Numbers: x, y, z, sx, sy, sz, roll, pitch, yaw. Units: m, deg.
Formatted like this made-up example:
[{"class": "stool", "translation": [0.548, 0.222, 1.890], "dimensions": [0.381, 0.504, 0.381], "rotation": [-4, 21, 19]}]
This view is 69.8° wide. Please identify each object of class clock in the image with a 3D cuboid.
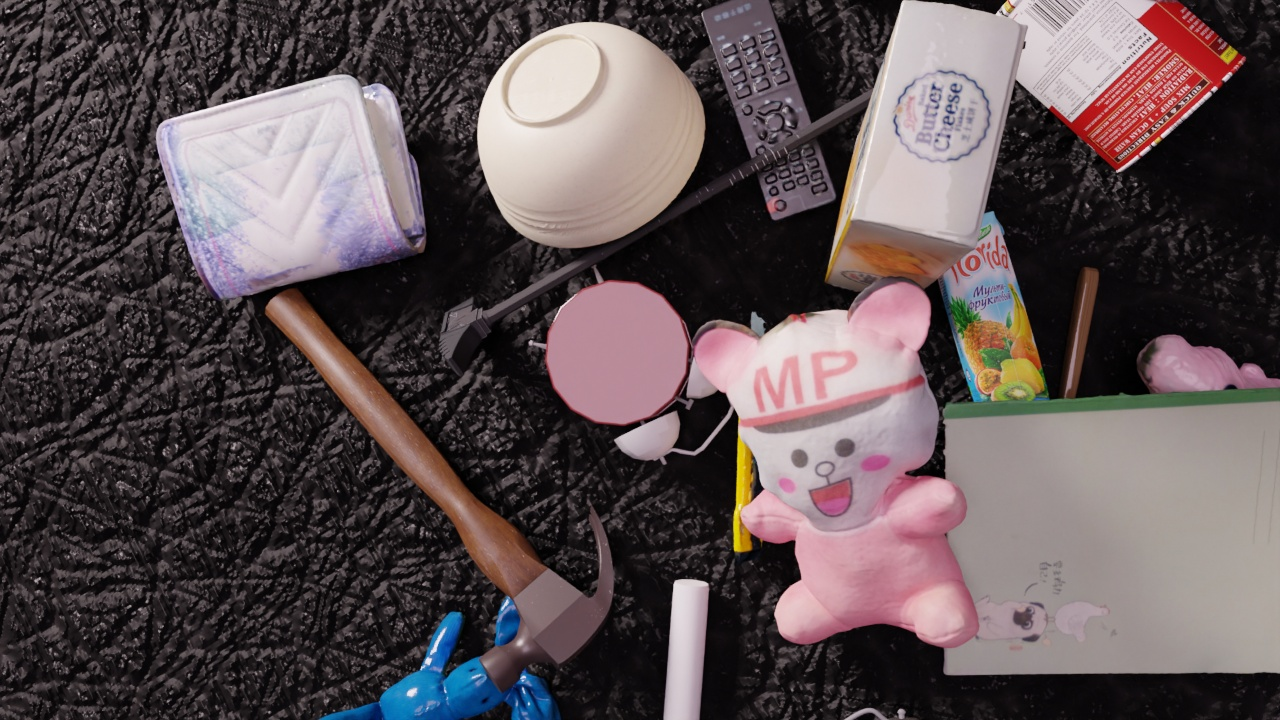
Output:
[{"class": "clock", "translation": [0.160, 0.267, 0.559], "dimensions": [0.091, 0.043, 0.123], "rotation": [-37, 82, 6]}, {"class": "clock", "translation": [-0.004, 0.004, 0.597], "dimensions": [0.137, 0.048, 0.096], "rotation": [39, 93, 7]}]

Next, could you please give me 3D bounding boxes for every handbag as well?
[{"class": "handbag", "translation": [-0.238, -0.118, 0.639], "dimensions": [0.159, 0.069, 0.126], "rotation": [-11, 99, 9]}]

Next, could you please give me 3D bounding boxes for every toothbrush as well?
[{"class": "toothbrush", "translation": [0.263, 0.024, 0.570], "dimensions": [0.016, 0.016, 0.167], "rotation": [11, 89, 9]}]

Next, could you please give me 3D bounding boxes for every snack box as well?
[{"class": "snack box", "translation": [0.144, -0.098, 0.498], "dimensions": [0.057, 0.208, 0.104], "rotation": [13, 89, 9]}]

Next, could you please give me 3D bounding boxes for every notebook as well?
[{"class": "notebook", "translation": [0.306, 0.103, 0.531], "dimensions": [0.253, 0.010, 0.182], "rotation": [-3, 106, 10]}]

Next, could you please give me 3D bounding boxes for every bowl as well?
[{"class": "bowl", "translation": [-0.041, -0.154, 0.574], "dimensions": [0.151, 0.075, 0.150], "rotation": [-8, 64, 17]}]

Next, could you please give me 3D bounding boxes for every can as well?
[{"class": "can", "translation": [0.275, -0.183, 0.543], "dimensions": [0.087, 0.086, 0.116], "rotation": [-44, 82, 4]}]

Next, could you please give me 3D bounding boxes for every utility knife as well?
[{"class": "utility knife", "translation": [0.071, 0.050, 0.589], "dimensions": [0.017, 0.030, 0.163], "rotation": [-1, 90, 36]}]

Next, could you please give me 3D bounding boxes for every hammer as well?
[{"class": "hammer", "translation": [0.013, -0.087, 0.581], "dimensions": [0.325, 0.095, 0.015], "rotation": [-29, 114, 6]}, {"class": "hammer", "translation": [-0.143, 0.067, 0.612], "dimensions": [0.115, 0.033, 0.323], "rotation": [-39, 74, -21]}]

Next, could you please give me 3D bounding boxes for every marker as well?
[{"class": "marker", "translation": [0.030, 0.211, 0.595], "dimensions": [0.027, 0.023, 0.133], "rotation": [5, 88, -12]}]

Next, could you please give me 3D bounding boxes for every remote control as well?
[{"class": "remote control", "translation": [0.085, -0.167, 0.608], "dimensions": [0.047, 0.022, 0.150], "rotation": [-18, 86, 8]}]

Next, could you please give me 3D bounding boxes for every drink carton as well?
[{"class": "drink carton", "translation": [0.215, -0.029, 0.568], "dimensions": [0.044, 0.038, 0.129], "rotation": [-15, 85, 8]}]

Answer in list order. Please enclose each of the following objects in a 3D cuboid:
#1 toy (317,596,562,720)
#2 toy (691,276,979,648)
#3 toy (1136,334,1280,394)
[{"class": "toy", "translation": [-0.119, 0.223, 0.590], "dimensions": [0.176, 0.071, 0.112], "rotation": [-22, 79, -17]}, {"class": "toy", "translation": [0.118, 0.065, 0.532], "dimensions": [0.142, 0.084, 0.213], "rotation": [-11, 104, 37]}, {"class": "toy", "translation": [0.338, 0.033, 0.540], "dimensions": [0.096, 0.052, 0.099], "rotation": [-2, 98, -4]}]
